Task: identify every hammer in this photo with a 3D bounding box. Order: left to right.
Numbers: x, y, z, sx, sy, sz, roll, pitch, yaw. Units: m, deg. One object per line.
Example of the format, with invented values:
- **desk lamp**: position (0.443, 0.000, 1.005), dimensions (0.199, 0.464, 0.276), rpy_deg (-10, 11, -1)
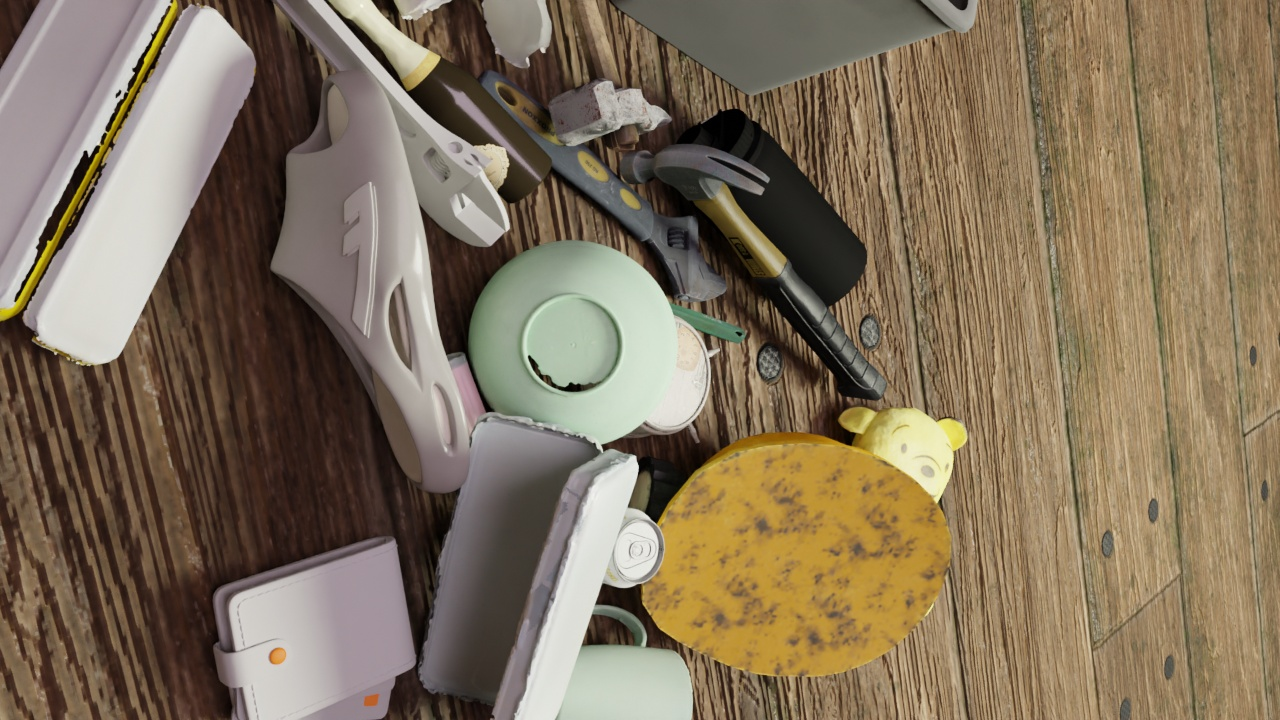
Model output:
- **hammer**: position (-0.055, -0.311, 0.680), dimensions (0.121, 0.049, 0.319), rpy_deg (-27, 102, -59)
- **hammer**: position (0.121, -0.062, 0.769), dimensions (0.333, 0.118, 0.025), rpy_deg (43, 67, -37)

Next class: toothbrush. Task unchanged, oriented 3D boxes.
- **toothbrush**: position (-0.100, 0.101, 0.656), dimensions (0.026, 0.027, 0.222), rpy_deg (-43, 118, -61)
- **toothbrush**: position (0.020, -0.045, 0.761), dimensions (0.189, 0.017, 0.016), rpy_deg (18, 78, -37)

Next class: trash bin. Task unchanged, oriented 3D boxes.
- **trash bin**: position (0.116, -0.307, 0.710), dimensions (0.191, 0.220, 0.097), rpy_deg (21, 77, -37)

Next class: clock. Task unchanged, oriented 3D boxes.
- **clock**: position (-0.005, 0.004, 0.713), dimensions (0.156, 0.061, 0.103), rpy_deg (24, 74, -38)

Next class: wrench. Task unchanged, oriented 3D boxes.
- **wrench**: position (-0.181, -0.181, 0.578), dimensions (0.273, 0.087, 0.018), rpy_deg (48, 61, -16)
- **wrench**: position (-0.023, -0.131, 0.724), dimensions (0.273, 0.022, 0.073), rpy_deg (36, 60, -33)

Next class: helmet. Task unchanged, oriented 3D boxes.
- **helmet**: position (0.111, 0.137, 0.757), dimensions (0.255, 0.131, 0.205), rpy_deg (16, 107, -18)

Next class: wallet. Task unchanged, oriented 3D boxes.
- **wallet**: position (-0.199, 0.182, 0.572), dimensions (0.118, 0.038, 0.115), rpy_deg (-13, 98, -42)

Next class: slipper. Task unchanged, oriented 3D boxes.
- **slipper**: position (-0.174, -0.037, 0.559), dimensions (0.080, 0.113, 0.266), rpy_deg (-17, 106, -26)

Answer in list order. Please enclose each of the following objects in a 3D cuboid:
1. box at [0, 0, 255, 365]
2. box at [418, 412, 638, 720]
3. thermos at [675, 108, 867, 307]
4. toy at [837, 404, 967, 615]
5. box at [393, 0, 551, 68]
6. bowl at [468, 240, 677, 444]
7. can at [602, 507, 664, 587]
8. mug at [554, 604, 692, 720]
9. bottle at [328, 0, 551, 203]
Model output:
- **box**: position (-0.292, -0.109, 0.492), dimensions (0.117, 0.057, 0.209), rpy_deg (30, 71, -37)
- **box**: position (-0.093, 0.140, 0.593), dimensions (0.106, 0.127, 0.215), rpy_deg (-8, 118, -69)
- **thermos**: position (0.104, -0.133, 0.786), dimensions (0.198, 0.086, 0.086), rpy_deg (40, 66, -31)
- **toy**: position (0.238, 0.142, 0.895), dimensions (0.149, 0.084, 0.213), rpy_deg (26, 71, -36)
- **box**: position (-0.127, -0.262, 0.606), dimensions (0.092, 0.084, 0.166), rpy_deg (-45, 118, -40)
- **bowl**: position (-0.046, -0.011, 0.627), dimensions (0.151, 0.077, 0.151), rpy_deg (0, 92, -3)
- **can**: position (-0.032, 0.130, 0.663), dimensions (0.054, 0.102, 0.055), rpy_deg (0, 89, -39)
- **mug**: position (-0.028, 0.239, 0.688), dimensions (0.104, 0.084, 0.111), rpy_deg (15, 52, -26)
- **bottle**: position (-0.137, -0.184, 0.617), dimensions (0.184, 0.045, 0.045), rpy_deg (44, 64, -30)
